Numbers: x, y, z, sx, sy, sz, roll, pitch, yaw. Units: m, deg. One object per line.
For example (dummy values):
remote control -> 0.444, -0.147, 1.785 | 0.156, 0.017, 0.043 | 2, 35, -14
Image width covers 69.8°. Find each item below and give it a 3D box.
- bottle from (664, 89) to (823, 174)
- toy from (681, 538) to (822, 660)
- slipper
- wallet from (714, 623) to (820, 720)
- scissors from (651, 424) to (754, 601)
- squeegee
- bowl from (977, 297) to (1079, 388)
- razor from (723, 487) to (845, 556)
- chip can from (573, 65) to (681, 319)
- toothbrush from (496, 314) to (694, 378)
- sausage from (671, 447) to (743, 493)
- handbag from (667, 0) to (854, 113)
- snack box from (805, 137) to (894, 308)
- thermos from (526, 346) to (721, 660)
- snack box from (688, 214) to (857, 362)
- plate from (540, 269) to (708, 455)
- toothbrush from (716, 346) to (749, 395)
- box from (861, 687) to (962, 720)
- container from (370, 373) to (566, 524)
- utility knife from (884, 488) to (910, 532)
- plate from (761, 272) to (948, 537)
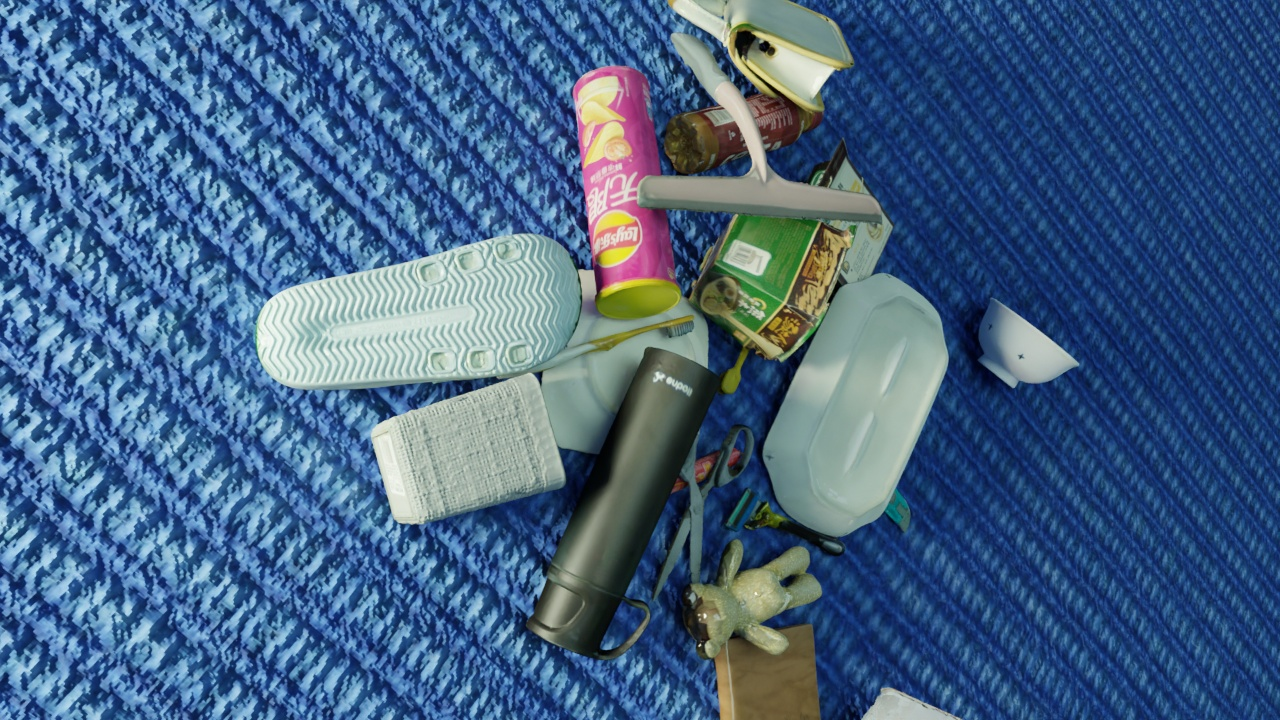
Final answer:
bottle -> 0.106, -0.229, 0.899 | 0.174, 0.058, 0.057 | -23, 92, -31
toy -> 0.101, 0.208, 0.815 | 0.157, 0.066, 0.105 | -12, 80, -38
slipper -> -0.163, -0.029, 0.703 | 0.245, 0.074, 0.104 | -11, 87, -15
wallet -> 0.117, 0.295, 0.830 | 0.115, 0.020, 0.101 | 0, 82, -32
scissors -> 0.050, 0.123, 0.807 | 0.175, 0.014, 0.159 | -38, 113, -27
squeegee -> 0.076, -0.227, 0.818 | 0.247, 0.040, 0.249 | -2, 53, -27
bowl -> 0.417, -0.009, 1.024 | 0.118, 0.118, 0.065 | 34, 104, -20
razor -> 0.140, 0.157, 0.867 | 0.142, 0.022, 0.043 | 25, 99, -27
chip can -> -0.014, -0.145, 0.786 | 0.071, 0.072, 0.210 | 4, 68, -29
toothbrush -> -0.032, -0.010, 0.764 | 0.191, 0.016, 0.018 | -18, 96, -29
sausage -> 0.032, 0.106, 0.817 | 0.155, 0.020, 0.020 | -17, 89, -31
handbag -> 0.107, -0.312, 0.881 | 0.178, 0.063, 0.163 | 21, 33, -10
snack box -> 0.195, -0.135, 0.922 | 0.125, 0.053, 0.113 | 45, 61, -29
thermos -> -0.004, 0.116, 0.739 | 0.090, 0.068, 0.242 | 24, 82, -5
snack box -> 0.113, -0.077, 0.833 | 0.105, 0.118, 0.118 | 27, 63, -4
plate -> -0.005, 0.005, 0.806 | 0.163, 0.034, 0.164 | 12, 74, -27
toothbrush -> 0.117, -0.045, 0.896 | 0.015, 0.017, 0.189 | 37, 64, -18
box -> 0.236, 0.431, 0.809 | 0.182, 0.157, 0.193 | -42, 119, -26
container -> -0.132, 0.070, 0.690 | 0.114, 0.090, 0.090 | -15, 88, -28
utility knife -> 0.231, 0.112, 0.931 | 0.157, 0.013, 0.029 | 49, 62, -13
plate -> 0.223, 0.043, 0.896 | 0.162, 0.034, 0.265 | 32, 79, -22
